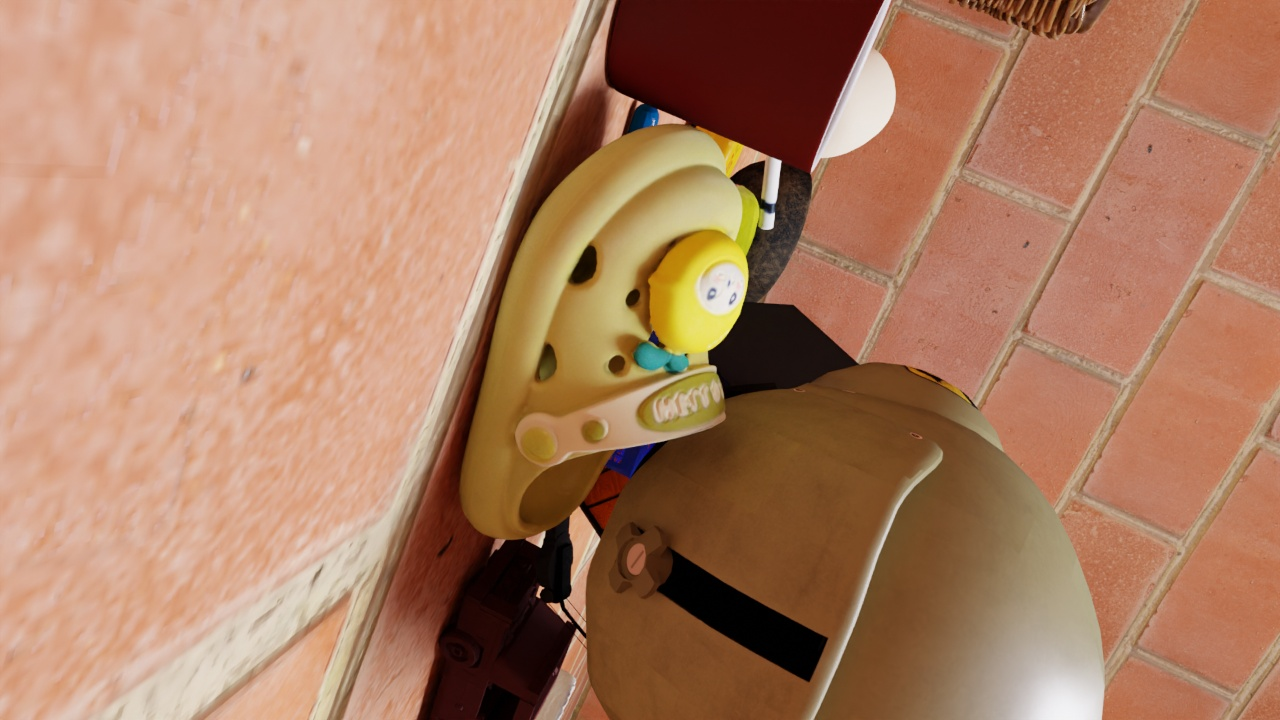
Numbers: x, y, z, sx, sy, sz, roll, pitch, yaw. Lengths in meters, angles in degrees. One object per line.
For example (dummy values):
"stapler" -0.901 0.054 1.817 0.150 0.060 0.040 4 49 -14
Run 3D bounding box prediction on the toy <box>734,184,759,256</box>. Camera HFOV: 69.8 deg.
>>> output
"toy" 0.047 -0.076 0.660 0.110 0.051 0.089 -67 171 19

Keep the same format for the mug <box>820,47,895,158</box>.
"mug" 0.170 -0.246 0.839 0.099 0.096 0.120 -40 118 -48

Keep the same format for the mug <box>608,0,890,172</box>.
"mug" 0.047 -0.134 0.339 0.073 0.082 0.105 20 95 -83

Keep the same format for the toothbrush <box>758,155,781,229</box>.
"toothbrush" 0.098 -0.181 0.639 0.017 0.012 0.187 -58 154 -59

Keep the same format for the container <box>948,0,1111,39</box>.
"container" 0.210 -0.312 0.501 0.249 0.183 0.162 -61 174 -26

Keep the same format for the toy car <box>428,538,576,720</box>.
"toy car" -0.084 0.185 0.540 0.070 0.062 0.170 -54 167 -56

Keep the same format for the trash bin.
"trash bin" 0.065 0.067 0.651 0.139 0.139 0.172 0 126 -37

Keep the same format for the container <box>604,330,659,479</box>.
"container" -0.003 0.003 0.531 0.096 0.058 0.114 -55 167 -55

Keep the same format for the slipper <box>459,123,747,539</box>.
"slipper" -0.010 0.006 0.356 0.091 0.081 0.191 -10 131 -52

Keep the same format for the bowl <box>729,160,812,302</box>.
"bowl" 0.082 -0.110 0.739 0.121 0.056 0.121 -161 -89 -76

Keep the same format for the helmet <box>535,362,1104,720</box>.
"helmet" 0.080 0.113 0.440 0.233 0.255 0.250 21 92 -87

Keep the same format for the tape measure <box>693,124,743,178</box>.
"tape measure" 0.041 -0.123 0.542 0.068 0.030 0.059 -39 153 -79

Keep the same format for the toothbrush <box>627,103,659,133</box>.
"toothbrush" -0.018 -0.045 0.442 0.014 0.014 0.168 -42 157 -49

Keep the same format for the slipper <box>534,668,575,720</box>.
"slipper" -0.110 0.277 0.693 0.114 0.052 0.264 -59 -177 -31
